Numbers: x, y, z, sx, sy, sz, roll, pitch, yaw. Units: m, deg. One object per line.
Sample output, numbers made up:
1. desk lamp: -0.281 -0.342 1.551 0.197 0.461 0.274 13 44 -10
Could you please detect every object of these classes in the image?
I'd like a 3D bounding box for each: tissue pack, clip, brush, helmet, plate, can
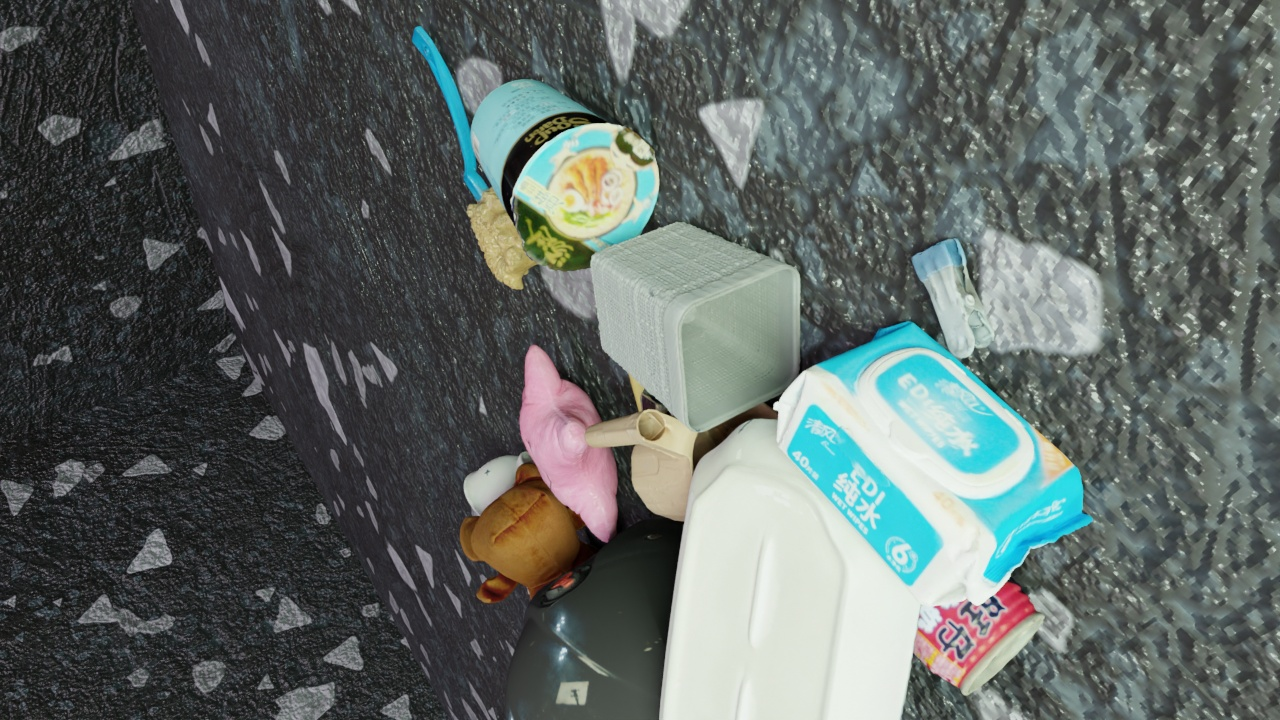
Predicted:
1. tissue pack: 0.141 0.046 0.452 0.140 0.089 0.063 50 146 28
2. clip: 0.152 -0.030 0.446 0.025 0.033 0.057 -23 89 61
3. brush: -0.153 -0.186 0.837 0.254 0.045 0.083 67 157 3
4. helmet: 0.006 0.271 0.731 0.275 0.229 0.233 -16 101 24
5. plate: 0.070 0.167 0.526 0.162 0.034 0.266 18 105 42
6. can: 0.164 0.127 0.505 0.094 0.066 0.067 46 148 33

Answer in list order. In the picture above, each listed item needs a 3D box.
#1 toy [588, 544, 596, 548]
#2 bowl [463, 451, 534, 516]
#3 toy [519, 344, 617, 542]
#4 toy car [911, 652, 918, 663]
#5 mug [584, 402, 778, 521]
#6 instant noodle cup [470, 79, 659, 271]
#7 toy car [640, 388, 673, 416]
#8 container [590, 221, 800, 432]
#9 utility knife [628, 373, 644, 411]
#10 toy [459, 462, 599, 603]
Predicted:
1. toy: -0.071 0.269 1.039 0.105 0.066 0.157 36 135 35
2. bowl: -0.129 0.141 1.019 0.118 0.118 0.065 46 108 32
3. toy: -0.070 0.076 0.867 0.178 0.074 0.195 -123 13 -45
4. toy car: 0.146 0.141 0.583 0.106 0.031 0.049 59 147 22
5. mug: 0.031 0.067 0.638 0.104 0.124 0.084 -20 52 65
6. instant noodle cup: -0.062 -0.141 0.650 0.120 0.111 0.111 51 151 42
7. toy car: 0.023 0.056 0.729 0.042 0.035 0.090 34 143 46
8. container: 0.030 -0.029 0.587 0.114 0.090 0.090 37 142 47
9. utility knife: -0.004 0.004 0.749 0.031 0.021 0.207 19 135 50
10. toy: -0.087 0.211 0.920 0.199 0.140 0.131 49 166 -8
